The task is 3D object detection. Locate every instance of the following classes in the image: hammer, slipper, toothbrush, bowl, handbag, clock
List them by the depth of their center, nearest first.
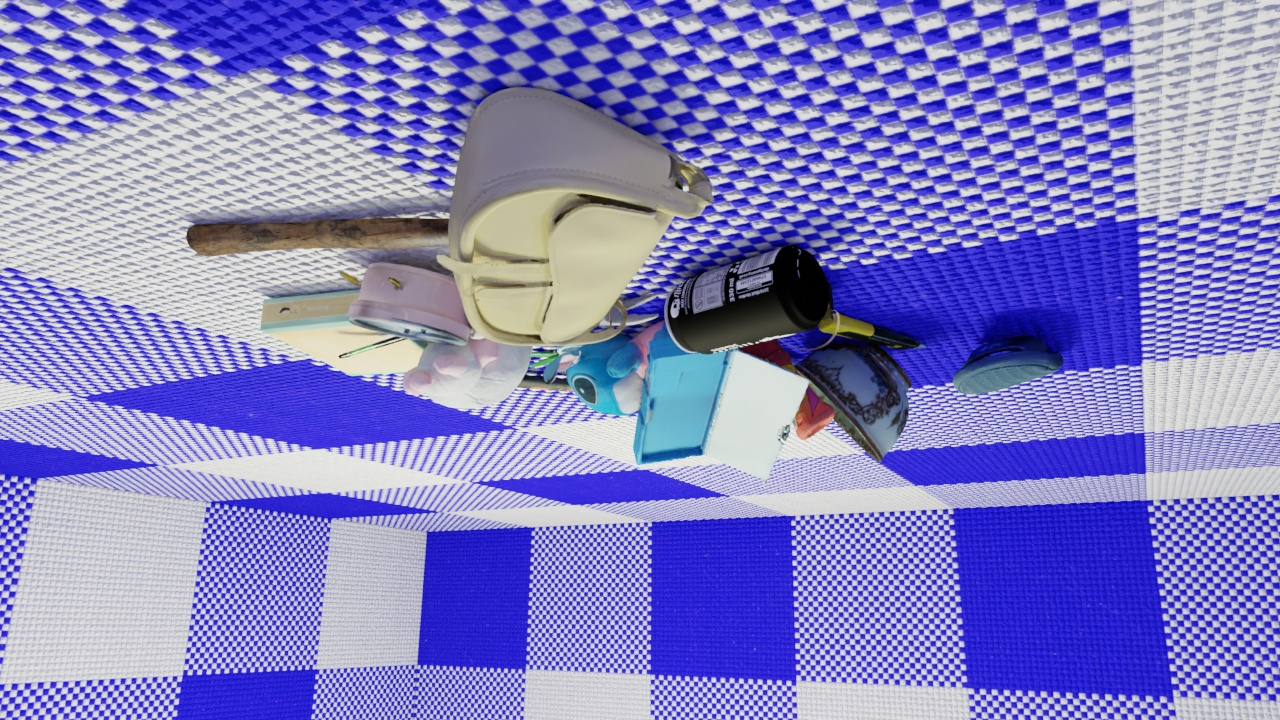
[{"bbox_3d":[-0.060,-0.084,0.688,0.190,0.088,0.233,6,150,-21],"label":"handbag"},{"bbox_3d":[-0.236,-0.113,0.784,0.330,0.033,0.120,0,154,10],"label":"hammer"},{"bbox_3d":[-0.030,-0.092,0.852,0.125,0.029,0.311,3,163,-7],"label":"hammer"},{"bbox_3d":[-0.211,-0.051,0.915,0.117,0.058,0.157,4,171,43],"label":"clock"},{"bbox_3d":[-0.235,-0.031,0.991,0.188,0.017,0.014,-19,161,-3],"label":"toothbrush"},{"bbox_3d":[0.174,-0.044,0.996,0.084,0.027,0.178,4,163,16],"label":"handbag"},{"bbox_3d":[0.447,0.000,1.102,0.104,0.059,0.213,-24,166,39],"label":"slipper"},{"bbox_3d":[0.272,0.035,1.122,0.094,0.160,0.160,-42,158,2],"label":"bowl"},{"bbox_3d":[-0.120,0.032,1.291,0.333,0.033,0.133,6,164,-14],"label":"hammer"}]

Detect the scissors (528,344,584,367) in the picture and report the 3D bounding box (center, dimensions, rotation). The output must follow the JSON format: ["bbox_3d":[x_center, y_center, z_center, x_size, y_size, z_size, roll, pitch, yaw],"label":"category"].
[{"bbox_3d":[-0.103,-0.007,1.179,0.127,0.011,0.123,2,163,-9],"label":"scissors"}]

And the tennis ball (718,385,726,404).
[{"bbox_3d":[0.124,0.034,1.213,0.065,0.065,0.065,1,164,0],"label":"tennis ball"}]

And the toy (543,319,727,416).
[{"bbox_3d":[-0.006,0.006,1.076,0.192,0.098,0.223,-16,158,30],"label":"toy"}]

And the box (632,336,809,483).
[{"bbox_3d":[0.084,0.052,1.047,0.175,0.059,0.244,8,147,0],"label":"box"}]

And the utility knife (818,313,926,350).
[{"bbox_3d":[0.275,-0.029,1.074,0.174,0.020,0.029,11,163,-34],"label":"utility knife"}]

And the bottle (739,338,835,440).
[{"bbox_3d":[0.168,0.025,1.069,0.048,0.134,0.071,-34,163,-5],"label":"bottle"}]

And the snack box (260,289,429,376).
[{"bbox_3d":[-0.318,-0.027,1.060,0.141,0.044,0.193,-4,163,13],"label":"snack box"}]

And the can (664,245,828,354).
[{"bbox_3d":[0.100,-0.055,0.879,0.146,0.080,0.080,-14,158,42],"label":"can"}]

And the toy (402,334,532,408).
[{"bbox_3d":[-0.194,0.005,1.012,0.139,0.101,0.179,-23,178,15],"label":"toy"}]

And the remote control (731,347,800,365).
[{"bbox_3d":[0.152,0.001,1.168,0.050,0.022,0.133,-36,145,31],"label":"remote control"}]
